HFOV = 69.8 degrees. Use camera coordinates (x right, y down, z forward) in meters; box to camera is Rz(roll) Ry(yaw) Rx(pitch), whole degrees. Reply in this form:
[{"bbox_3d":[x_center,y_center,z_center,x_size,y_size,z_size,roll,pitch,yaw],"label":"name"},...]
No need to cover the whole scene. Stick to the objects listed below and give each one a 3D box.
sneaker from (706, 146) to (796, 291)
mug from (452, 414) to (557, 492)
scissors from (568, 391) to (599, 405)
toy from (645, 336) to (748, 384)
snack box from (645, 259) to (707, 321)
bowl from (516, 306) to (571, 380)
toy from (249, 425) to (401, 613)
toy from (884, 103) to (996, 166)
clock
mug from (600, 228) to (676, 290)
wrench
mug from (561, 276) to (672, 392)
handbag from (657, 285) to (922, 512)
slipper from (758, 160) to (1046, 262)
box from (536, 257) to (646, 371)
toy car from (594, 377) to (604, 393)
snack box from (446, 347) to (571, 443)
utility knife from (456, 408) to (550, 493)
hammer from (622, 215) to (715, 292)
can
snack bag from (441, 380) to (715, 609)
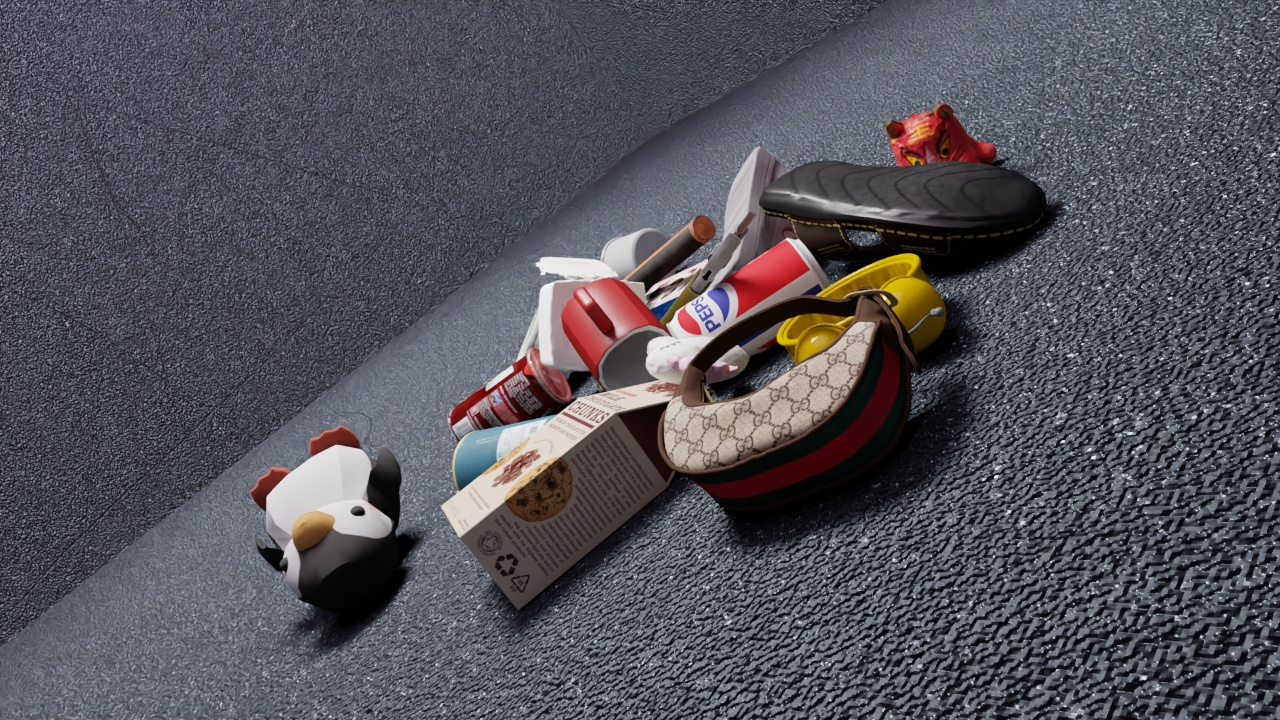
[{"bbox_3d":[0.127,-0.108,0.903,0.099,0.089,0.235,123,164,-56],"label":"sneaker"},{"bbox_3d":[-0.094,0.085,0.798,0.122,0.078,0.077,-19,21,34],"label":"mug"},{"bbox_3d":[-0.087,0.075,0.924,0.157,0.012,0.171,-36,11,-1],"label":"scissors"},{"bbox_3d":[0.044,0.000,0.696,0.079,0.038,0.122,6,4,-4],"label":"toy"},{"bbox_3d":[0.059,-0.078,1.042,0.155,0.033,0.087,-23,20,39],"label":"snack box"},{"bbox_3d":[-0.111,-0.002,1.084,0.117,0.061,0.117,-160,91,-80],"label":"bowl"},{"bbox_3d":[-0.285,0.175,0.885,0.159,0.140,0.184,-37,30,-7],"label":"toy"},{"bbox_3d":[0.270,-0.200,0.846,0.088,0.094,0.132,-29,14,21],"label":"toy"},{"bbox_3d":[0.155,-0.025,0.643,0.114,0.052,0.151,-31,11,13],"label":"clock"},{"bbox_3d":[-0.004,-0.120,1.241,0.071,0.084,0.113,-12,61,51],"label":"mug"},{"bbox_3d":[0.049,-0.064,0.873,0.083,0.018,0.274,-54,0,-27],"label":"wrench"},{"bbox_3d":[-0.026,-0.028,0.856,0.080,0.116,0.096,-38,40,0],"label":"mug"},{"bbox_3d":[0.089,0.014,0.566,0.167,0.063,0.138,-26,41,30],"label":"handbag"},{"bbox_3d":[0.207,-0.119,0.768,0.112,0.076,0.268,-36,30,-24],"label":"slipper"},{"bbox_3d":[-0.067,-0.064,1.005,0.107,0.151,0.132,-1,0,-23],"label":"box"},{"bbox_3d":[-0.005,0.005,0.924,0.090,0.027,0.038,-28,39,15],"label":"toy car"},{"bbox_3d":[-0.144,0.049,1.003,0.121,0.072,0.072,-35,14,14],"label":"snack box"},{"bbox_3d":[-0.138,0.094,0.926,0.140,0.015,0.022,-48,-6,-31],"label":"utility knife"},{"bbox_3d":[-0.010,-0.088,1.101,0.315,0.035,0.137,-36,12,48],"label":"hammer"},{"bbox_3d":[0.094,-0.042,0.782,0.132,0.070,0.070,-33,15,6],"label":"can"},{"bbox_3d":[-0.040,0.081,0.694,0.206,0.070,0.094,-38,15,-13],"label":"snack bag"}]
